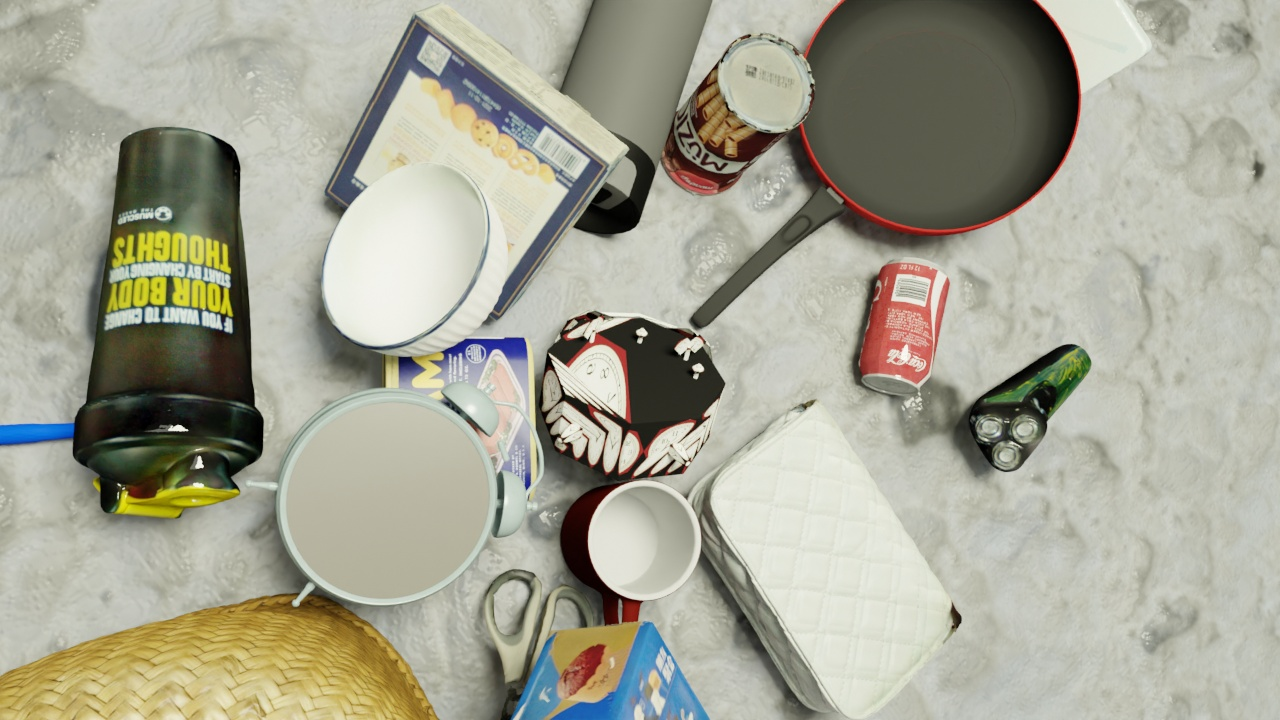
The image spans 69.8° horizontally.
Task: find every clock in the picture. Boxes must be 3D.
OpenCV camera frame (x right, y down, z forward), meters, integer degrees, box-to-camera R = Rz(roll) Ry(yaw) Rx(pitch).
[{"bbox_3d":[-0.004,0.004,0.603,0.114,0.065,0.154,11,35,-3],"label":"clock"},{"bbox_3d":[-0.133,0.073,0.529,0.159,0.045,0.122,-20,97,-17],"label":"clock"}]

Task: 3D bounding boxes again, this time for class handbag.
[{"bbox_3d":[0.125,0.138,0.642,0.138,0.073,0.195,-32,90,-28],"label":"handbag"}]

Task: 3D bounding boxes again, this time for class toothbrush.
[{"bbox_3d":[-0.333,0.038,0.552,0.182,0.016,0.018,-3,76,-17],"label":"toothbrush"}]

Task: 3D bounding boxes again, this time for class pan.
[{"bbox_3d":[0.172,-0.147,0.703,0.356,0.067,0.209,-44,83,-1],"label":"pan"}]

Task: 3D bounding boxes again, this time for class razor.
[{"bbox_3d":[0.313,0.031,0.720,0.151,0.067,0.054,-33,94,-27],"label":"razor"}]

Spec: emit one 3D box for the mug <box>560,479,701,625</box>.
[{"bbox_3d":[-0.010,0.132,0.596,0.073,0.083,0.105,9,78,-15],"label":"mug"}]

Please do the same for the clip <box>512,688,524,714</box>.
[{"bbox_3d":[-0.066,0.269,0.596,0.058,0.050,0.101,16,77,-21],"label":"clip"}]

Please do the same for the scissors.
[{"bbox_3d":[-0.062,0.203,0.560,0.121,0.013,0.171,3,45,-29],"label":"scissors"}]

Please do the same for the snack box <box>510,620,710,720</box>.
[{"bbox_3d":[-0.017,0.258,0.449,0.155,0.069,0.202,62,30,-24],"label":"snack box"}]

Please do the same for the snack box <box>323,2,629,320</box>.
[{"bbox_3d":[-0.107,-0.121,0.584,0.144,0.145,0.042,37,33,-7],"label":"snack box"}]

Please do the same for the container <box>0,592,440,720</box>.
[{"bbox_3d":[-0.222,0.279,0.451,0.306,0.197,0.306,2,81,-15],"label":"container"}]

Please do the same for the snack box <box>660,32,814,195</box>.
[{"bbox_3d":[0.065,-0.171,0.650,0.072,0.121,0.072,3,80,-16],"label":"snack box"}]

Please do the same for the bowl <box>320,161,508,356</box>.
[{"bbox_3d":[-0.125,-0.053,0.553,0.118,0.062,0.118,-9,69,23],"label":"bowl"}]

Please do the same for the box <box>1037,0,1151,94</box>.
[{"bbox_3d":[0.296,-0.292,0.732,0.040,0.135,0.197,-31,90,-37],"label":"box"}]

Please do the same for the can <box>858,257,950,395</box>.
[{"bbox_3d":[0.201,-0.025,0.701,0.054,0.054,0.096,19,76,-13],"label":"can"}]

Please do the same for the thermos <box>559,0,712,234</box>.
[{"bbox_3d":[-0.005,-0.215,0.658,0.082,0.082,0.240,21,75,-12],"label":"thermos"}]

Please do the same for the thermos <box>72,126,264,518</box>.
[{"bbox_3d":[-0.270,-0.022,0.533,0.098,0.098,0.220,-3,71,-17],"label":"thermos"}]

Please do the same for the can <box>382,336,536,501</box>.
[{"bbox_3d":[-0.118,0.039,0.594,0.092,0.057,0.116,0,80,-18],"label":"can"}]
